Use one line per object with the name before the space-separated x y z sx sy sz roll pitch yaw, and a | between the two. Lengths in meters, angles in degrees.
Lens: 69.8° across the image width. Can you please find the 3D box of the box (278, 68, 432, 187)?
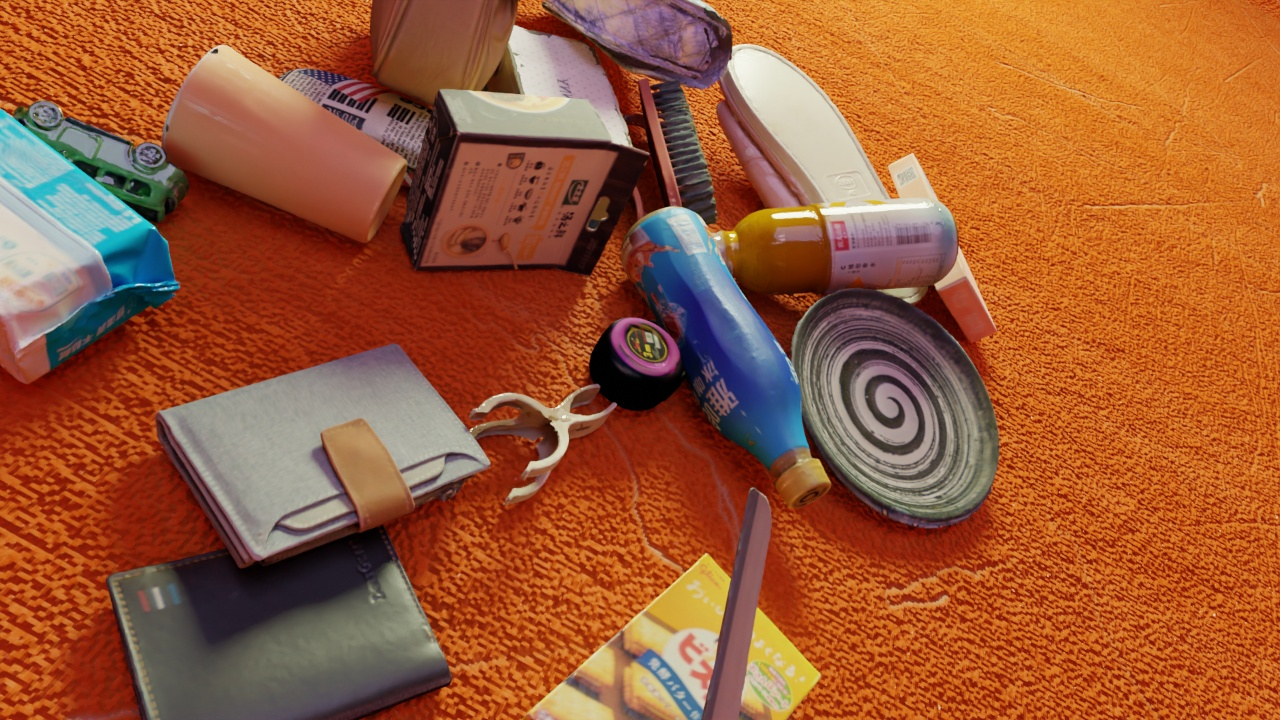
box | -0.168 -0.148 0.625 0.164 0.058 0.070 22 21 -11

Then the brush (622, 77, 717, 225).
brush | 0.014 -0.149 0.712 0.069 0.063 0.145 -13 55 1

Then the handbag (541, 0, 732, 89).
handbag | -0.022 -0.305 0.780 0.134 0.076 0.194 7 32 -40

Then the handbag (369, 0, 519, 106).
handbag | -0.133 -0.261 0.646 0.099 0.148 0.204 16 28 -25

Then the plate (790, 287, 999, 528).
plate | 0.175 0.032 0.642 0.179 0.024 0.179 13 58 -22

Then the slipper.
slipper | 0.147 -0.151 0.782 0.114 0.055 0.274 -24 78 -37

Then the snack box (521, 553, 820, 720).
snack box | 0.016 0.167 0.447 0.087 0.034 0.140 46 44 14

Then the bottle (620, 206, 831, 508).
bottle | 0.057 -0.004 0.598 0.065 0.065 0.218 -8 57 -33

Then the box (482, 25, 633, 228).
box | -0.065 -0.184 0.697 0.089 0.060 0.184 5 48 -26

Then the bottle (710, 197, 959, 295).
bottle | 0.138 -0.084 0.687 0.189 0.068 0.068 -5 52 -6

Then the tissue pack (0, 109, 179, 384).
tissue pack | -0.309 -0.058 0.447 0.140 0.063 0.089 35 46 6

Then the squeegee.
squeegee | 0.112 0.215 0.440 0.246 0.039 0.246 23 71 -25

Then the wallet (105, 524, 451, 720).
wallet | -0.157 0.121 0.405 0.122 0.020 0.096 -10 57 -37

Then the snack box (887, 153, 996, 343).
snack box | 0.257 -0.098 0.787 0.084 0.026 0.157 42 31 -42

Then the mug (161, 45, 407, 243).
mug | -0.210 -0.124 0.557 0.122 0.078 0.078 28 44 -12

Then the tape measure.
tape measure | -0.003 0.003 0.577 0.057 0.039 0.057 -6 55 -38

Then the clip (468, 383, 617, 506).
clip | -0.049 0.050 0.516 0.103 0.035 0.092 2 46 -37

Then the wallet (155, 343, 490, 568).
wallet | -0.153 0.042 0.455 0.129 0.037 0.106 -20 53 -42

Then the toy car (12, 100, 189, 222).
toy car | -0.302 -0.109 0.510 0.091 0.043 0.036 24 66 -18

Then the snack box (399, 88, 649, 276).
snack box | -0.076 -0.107 0.582 0.125 0.114 0.053 -6 55 -33
